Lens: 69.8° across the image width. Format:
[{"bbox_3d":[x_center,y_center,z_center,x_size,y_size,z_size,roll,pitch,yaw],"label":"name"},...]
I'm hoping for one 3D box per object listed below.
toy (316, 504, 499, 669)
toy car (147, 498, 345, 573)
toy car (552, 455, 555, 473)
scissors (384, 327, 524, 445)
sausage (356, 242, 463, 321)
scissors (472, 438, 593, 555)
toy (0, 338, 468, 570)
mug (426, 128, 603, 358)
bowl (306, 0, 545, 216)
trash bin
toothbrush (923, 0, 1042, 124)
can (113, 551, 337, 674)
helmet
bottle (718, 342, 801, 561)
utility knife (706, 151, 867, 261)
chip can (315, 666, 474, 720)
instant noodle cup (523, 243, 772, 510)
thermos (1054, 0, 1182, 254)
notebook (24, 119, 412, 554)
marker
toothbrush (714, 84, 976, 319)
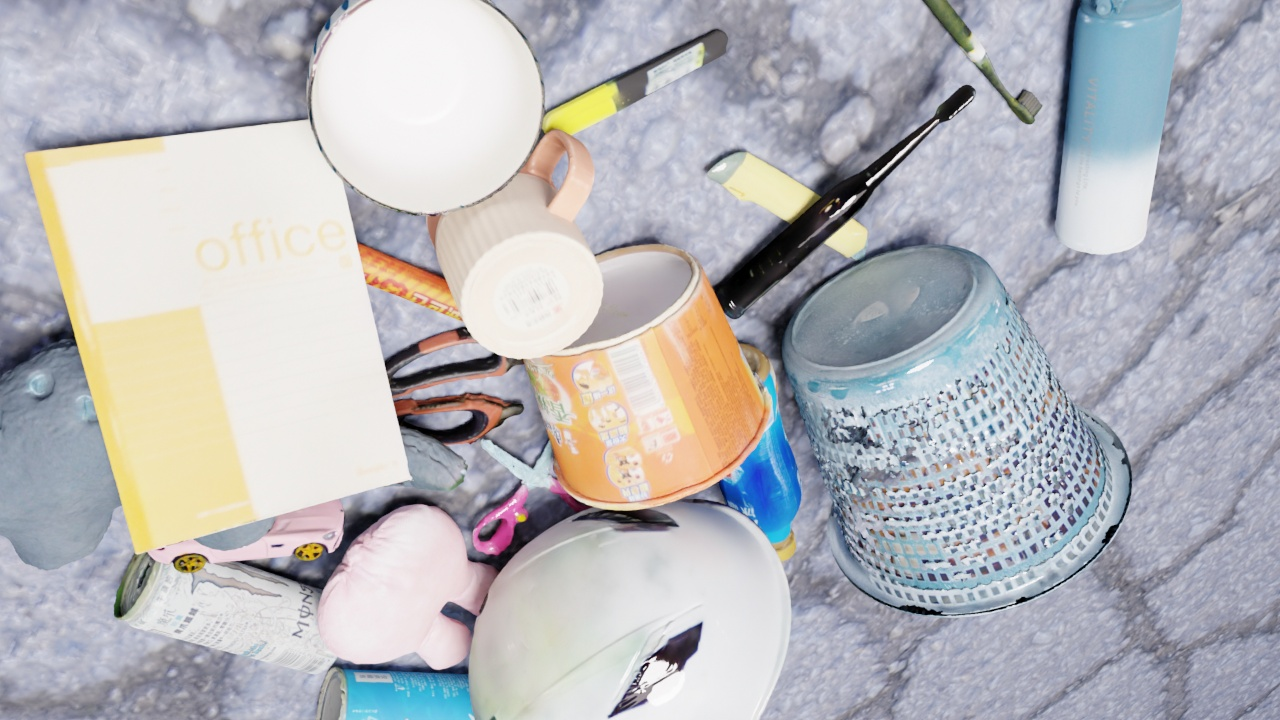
[{"bbox_3d":[-0.165,0.173,0.674,0.121,0.054,0.159,-56,141,-15],"label":"toy"},{"bbox_3d":[-0.257,0.104,0.600,0.122,0.056,0.037,-1,131,-23],"label":"toy car"},{"bbox_3d":[-0.019,0.067,0.685,0.106,0.031,0.049,1,121,-36],"label":"toy car"},{"bbox_3d":[-0.183,0.042,0.611,0.207,0.015,0.193,-46,129,13],"label":"scissors"},{"bbox_3d":[-0.136,-0.046,0.564,0.165,0.021,0.021,22,113,-33],"label":"sausage"},{"bbox_3d":[-0.075,0.094,0.690,0.135,0.017,0.133,18,108,-36],"label":"scissors"},{"bbox_3d":[-0.279,0.053,0.518,0.355,0.091,0.138,-7,100,-20],"label":"toy"},{"bbox_3d":[-0.064,-0.073,0.520,0.081,0.106,0.115,24,112,-34],"label":"mug"},{"bbox_3d":[-0.114,-0.142,0.476,0.116,0.066,0.117,-12,127,-16],"label":"bowl"},{"bbox_3d":[0.207,0.034,0.660,0.226,0.226,0.195,-32,117,1],"label":"trash bin"},{"bbox_3d":[0.215,-0.211,0.599,0.185,0.012,0.017,30,102,-36],"label":"toothbrush"},{"bbox_3d":[-0.278,0.172,0.637,0.146,0.058,0.058,33,106,-36],"label":"can"},{"bbox_3d":[-0.032,0.203,0.652,0.145,0.228,0.259,20,129,-36],"label":"helmet"},{"bbox_3d":[0.091,0.083,0.724,0.065,0.065,0.219,-25,130,-5],"label":"bottle"},{"bbox_3d":[0.109,-0.103,0.629,0.162,0.018,0.031,25,116,-32],"label":"utility knife"},{"bbox_3d":[-0.157,0.299,0.769,0.210,0.071,0.071,14,117,-30],"label":"chip can"},{"bbox_3d":[-0.003,0.003,0.581,0.151,0.151,0.111,-25,121,-5],"label":"instant noodle cup"},{"bbox_3d":[0.328,-0.180,0.635,0.070,0.070,0.221,-22,129,-7],"label":"thermos"},{"bbox_3d":[-0.214,-0.016,0.485,0.145,0.010,0.206,-14,99,-24],"label":"notebook"},{"bbox_3d":[-0.002,-0.163,0.542,0.124,0.015,0.018,-29,131,-5],"label":"marker"},{"bbox_3d":[0.133,-0.104,0.611,0.213,0.026,0.027,-42,168,21],"label":"toothbrush"}]
